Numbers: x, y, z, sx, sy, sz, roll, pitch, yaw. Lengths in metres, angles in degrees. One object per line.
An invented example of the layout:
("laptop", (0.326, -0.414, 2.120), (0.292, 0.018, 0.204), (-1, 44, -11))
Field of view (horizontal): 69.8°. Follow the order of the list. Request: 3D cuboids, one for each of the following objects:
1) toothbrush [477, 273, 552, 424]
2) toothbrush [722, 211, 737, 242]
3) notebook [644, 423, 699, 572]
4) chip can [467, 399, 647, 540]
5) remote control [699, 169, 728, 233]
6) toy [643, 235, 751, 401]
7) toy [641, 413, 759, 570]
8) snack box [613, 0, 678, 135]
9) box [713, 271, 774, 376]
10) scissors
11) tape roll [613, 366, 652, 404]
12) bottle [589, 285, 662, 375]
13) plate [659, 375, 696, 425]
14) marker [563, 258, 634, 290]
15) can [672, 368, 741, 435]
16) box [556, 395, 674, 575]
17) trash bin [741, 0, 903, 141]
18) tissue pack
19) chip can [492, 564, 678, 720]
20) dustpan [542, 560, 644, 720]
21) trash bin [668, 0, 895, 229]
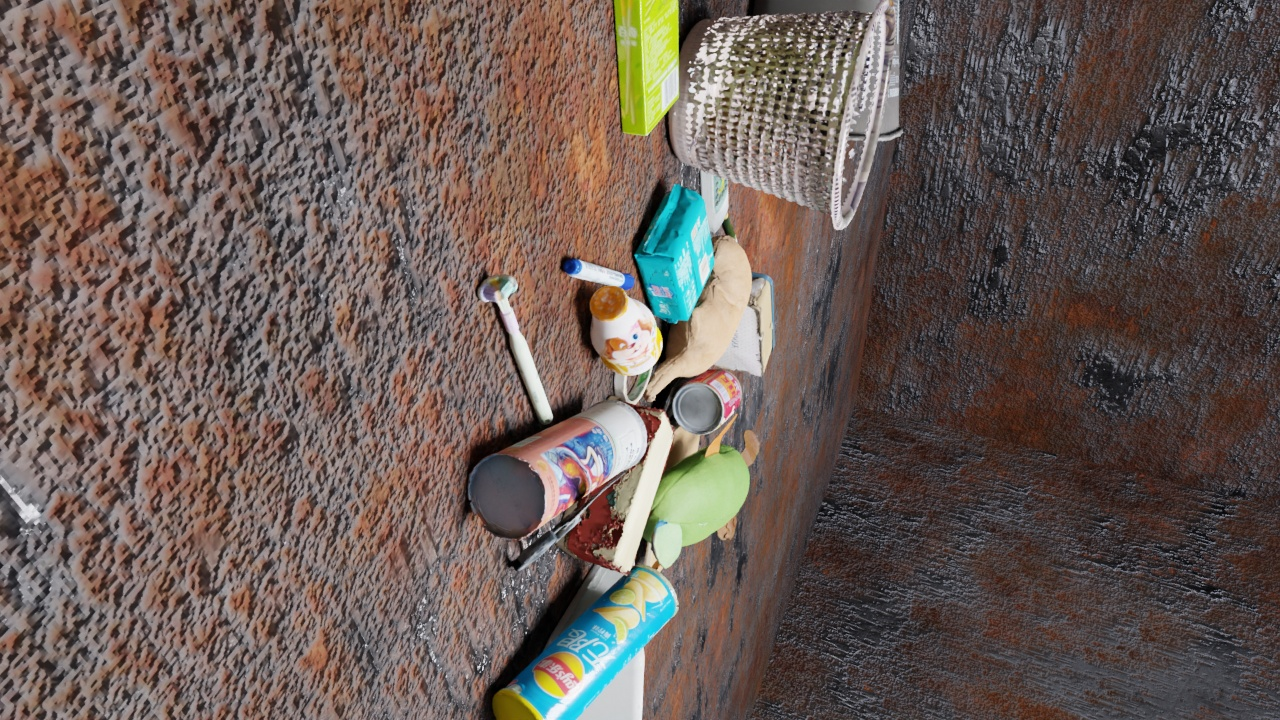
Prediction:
("toothbrush", (-0.093, -0.001, 0.729), (0.190, 0.029, 0.020), (79, -10, -54))
("toothbrush", (0.126, -0.172, 1.256), (0.186, 0.012, 0.017), (48, 52, -68))
("notebook", (0.043, 0.171, 1.184), (0.149, 0.012, 0.212), (-35, 135, -63))
("chip can", (-0.065, 0.088, 0.792), (0.214, 0.071, 0.071), (-21, 123, -67))
("remote control", (0.090, -0.219, 1.103), (0.135, 0.019, 0.056), (83, 27, -47))
("toy", (0.071, -0.039, 1.098), (0.225, 0.082, 0.143), (-67, 156, -16))
("toy", (0.068, 0.160, 1.088), (0.246, 0.090, 0.227), (-3, 118, -59))
("snack box", (0.007, -0.286, 0.803), (0.157, 0.026, 0.085), (87, 25, -42))
("box", (0.136, -0.047, 1.258), (0.184, 0.090, 0.061), (78, 30, -57))
("scissors", (-0.062, 0.139, 0.780), (0.146, 0.014, 0.172), (-39, 174, -4))
("tape roll", (-0.006, 0.006, 0.994), (0.085, 0.014, 0.086), (15, 89, -71))
("bottle", (-0.017, -0.030, 0.858), (0.108, 0.063, 0.063), (62, 45, -63))
("plate", (0.039, 0.097, 1.179), (0.179, 0.024, 0.179), (13, 89, -71))
("marker", (-0.036, -0.078, 0.841), (0.145, 0.017, 0.017), (1, 102, -71))
("can", (0.085, 0.049, 1.136), (0.093, 0.066, 0.066), (-30, 131, -65))
("box", (-0.015, 0.131, 0.953), (0.091, 0.080, 0.168), (61, 45, -64))
("trash bin", (0.233, -0.390, 1.148), (0.198, 0.199, 0.220), (-37, 132, -62))
("tissue pack", (0.037, -0.112, 0.979), (0.134, 0.050, 0.093), (73, 37, -56))
("chip can", (-0.049, 0.289, 0.908), (0.209, 0.071, 0.071), (-36, 138, -44))
("dustpan", (-0.071, 0.344, 1.055), (0.257, 0.142, 0.223), (-102, -168, -58))
("trash bin", (0.141, -0.263, 0.945), (0.227, 0.192, 0.227), (15, 89, -72))
